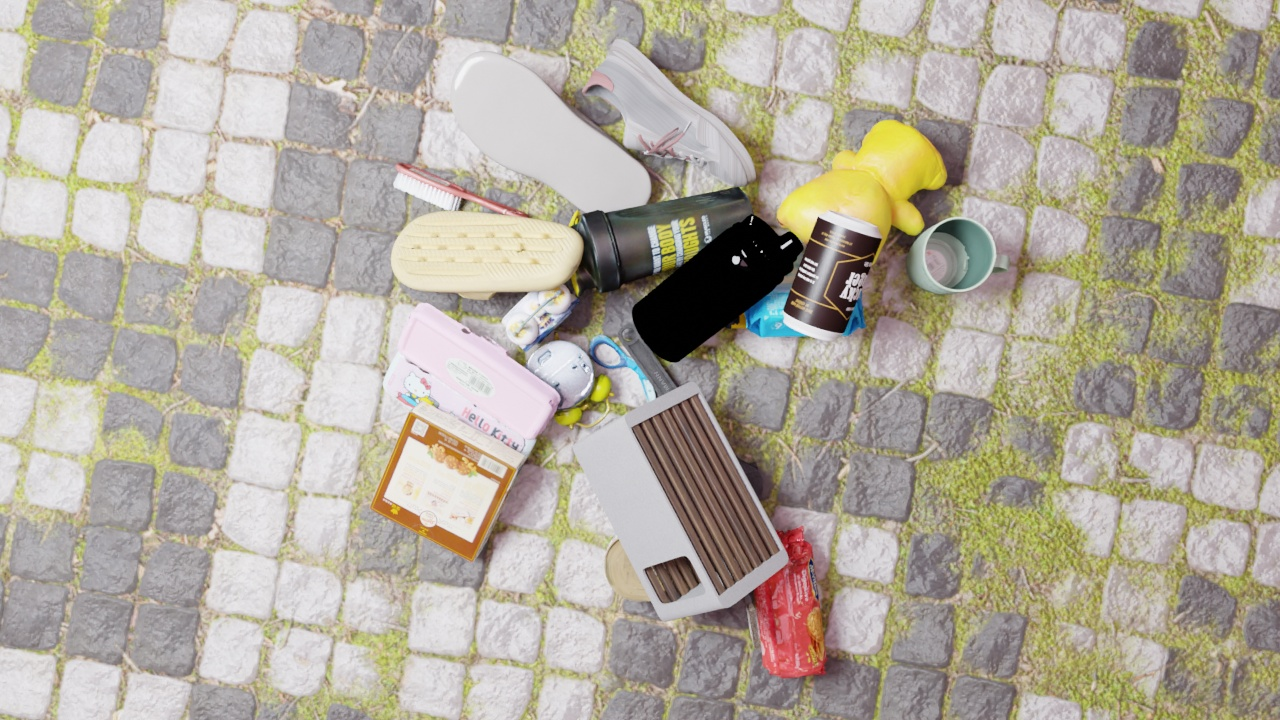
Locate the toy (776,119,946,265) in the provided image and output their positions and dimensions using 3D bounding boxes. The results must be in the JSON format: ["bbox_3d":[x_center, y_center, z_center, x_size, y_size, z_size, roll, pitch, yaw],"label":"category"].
[{"bbox_3d":[0.264,-0.189,1.054,0.193,0.087,0.134,-42,78,-13],"label":"toy"}]

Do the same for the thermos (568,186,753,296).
[{"bbox_3d":[0.019,-0.145,1.075,0.220,0.098,0.098,-15,90,-7],"label":"thermos"}]

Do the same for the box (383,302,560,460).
[{"bbox_3d":[-0.204,0.038,1.080,0.201,0.037,0.153,34,122,2],"label":"box"}]

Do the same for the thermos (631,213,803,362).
[{"bbox_3d":[0.089,-0.087,1.038,0.199,0.085,0.086,-38,89,29],"label":"thermos"}]

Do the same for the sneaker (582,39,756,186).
[{"bbox_3d":[0.027,-0.268,1.079,0.236,0.099,0.089,43,89,8],"label":"sneaker"}]

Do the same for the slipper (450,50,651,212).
[{"bbox_3d":[-0.103,-0.266,1.097,0.266,0.080,0.113,32,111,-14],"label":"slipper"}]

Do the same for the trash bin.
[{"bbox_3d":[0.043,0.160,1.036,0.114,0.115,0.229,-24,85,-39],"label":"trash bin"}]

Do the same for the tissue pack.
[{"bbox_3d":[0.188,-0.077,1.082,0.144,0.062,0.092,0,65,-2],"label":"tissue pack"}]

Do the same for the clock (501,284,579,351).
[{"bbox_3d":[-0.117,-0.055,1.064,0.089,0.125,0.052,-43,96,-1],"label":"clock"}]

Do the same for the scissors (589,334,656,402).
[{"bbox_3d":[-0.007,0.010,1.120,0.118,0.013,0.140,-13,92,-2],"label":"scissors"}]

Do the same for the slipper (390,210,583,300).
[{"bbox_3d":[-0.175,-0.110,1.068,0.262,0.079,0.111,6,59,28],"label":"slipper"}]

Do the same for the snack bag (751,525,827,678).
[{"bbox_3d":[0.172,0.289,1.083,0.082,0.082,0.176,-8,89,0],"label":"snack bag"}]

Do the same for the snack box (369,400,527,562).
[{"bbox_3d":[-0.228,0.144,1.084,0.143,0.041,0.147,27,110,1],"label":"snack box"}]

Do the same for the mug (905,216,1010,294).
[{"bbox_3d":[0.370,-0.116,1.068,0.111,0.104,0.084,7,90,1],"label":"mug"}]

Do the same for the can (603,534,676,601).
[{"bbox_3d":[0.000,0.243,1.102,0.086,0.043,0.086,0,90,1],"label":"can"}]

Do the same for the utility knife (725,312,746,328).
[{"bbox_3d":[0.179,-0.053,1.117,0.159,0.017,0.030,-1,99,-2],"label":"utility knife"}]

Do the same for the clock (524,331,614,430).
[{"bbox_3d":[-0.086,0.028,1.097,0.083,0.057,0.119,-39,89,0],"label":"clock"}]

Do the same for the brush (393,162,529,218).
[{"bbox_3d":[-0.218,-0.194,1.112,0.172,0.041,0.030,22,107,-2],"label":"brush"}]

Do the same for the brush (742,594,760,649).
[{"bbox_3d":[0.122,0.279,1.051,0.008,0.143,0.045,-10,98,2],"label":"brush"}]

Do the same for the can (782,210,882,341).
[{"bbox_3d":[0.205,-0.091,0.988,0.072,0.071,0.129,19,107,1],"label":"can"}]

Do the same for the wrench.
[{"bbox_3d":[0.057,0.070,1.109,0.073,0.018,0.273,-35,93,2],"label":"wrench"}]
